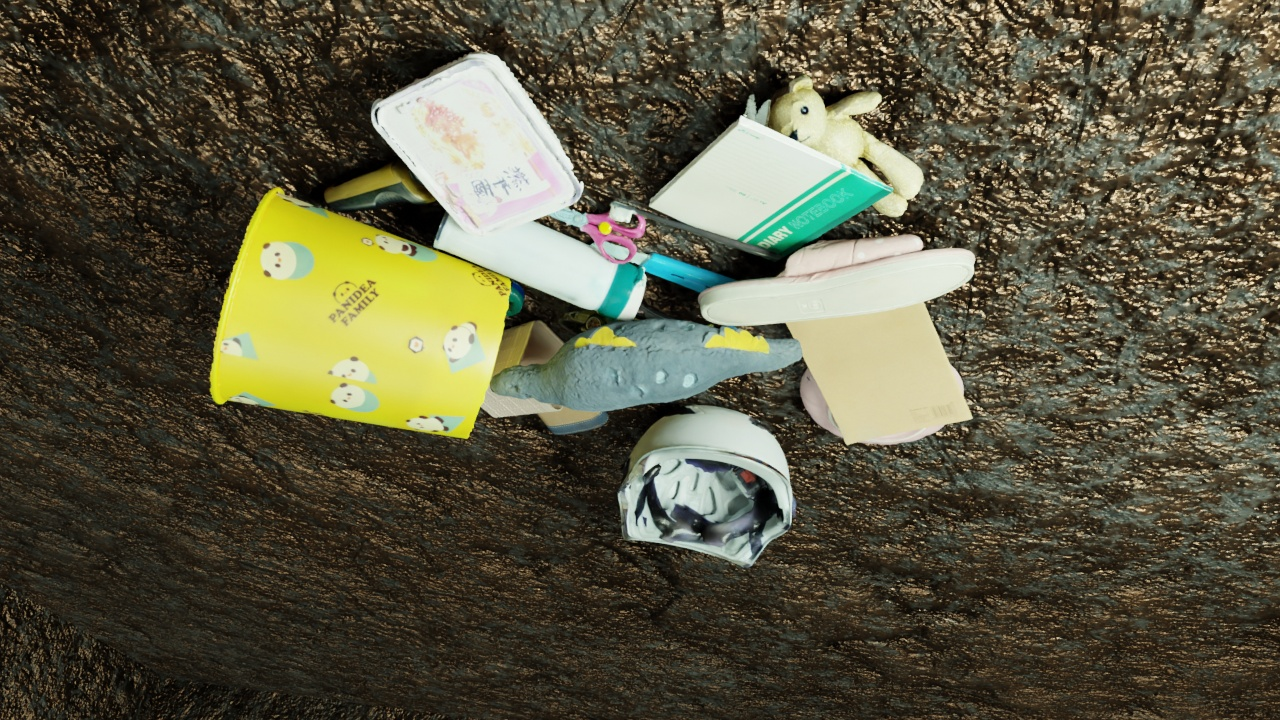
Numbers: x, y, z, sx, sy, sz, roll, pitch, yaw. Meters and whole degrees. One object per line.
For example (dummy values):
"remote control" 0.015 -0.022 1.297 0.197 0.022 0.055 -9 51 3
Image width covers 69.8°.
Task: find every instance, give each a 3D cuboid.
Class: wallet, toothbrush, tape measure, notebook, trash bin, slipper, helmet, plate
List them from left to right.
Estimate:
"trash bin" -0.285 -0.034 0.970 0.255 0.229 0.230 16 145 -14
"tape measure" -0.164 -0.074 1.075 0.054 0.025 0.058 7 145 8
"wallet" -0.108 0.054 1.231 0.090 0.033 0.115 -12 137 26
"toothbrush" 0.055 -0.128 0.925 0.181 0.018 0.016 16 173 -1
"helmet" 0.089 0.144 1.200 0.229 0.145 0.259 10 136 1
"notebook" 0.111 -0.150 0.844 0.150 0.012 0.209 21 164 -15
"slipper" 0.189 -0.083 0.919 0.275 0.054 0.114 -9 161 23
"notebook" 0.261 0.001 1.019 0.150 0.012 0.211 -15 120 31
"plate" 0.288 0.051 1.105 0.192 0.039 0.193 8 144 5

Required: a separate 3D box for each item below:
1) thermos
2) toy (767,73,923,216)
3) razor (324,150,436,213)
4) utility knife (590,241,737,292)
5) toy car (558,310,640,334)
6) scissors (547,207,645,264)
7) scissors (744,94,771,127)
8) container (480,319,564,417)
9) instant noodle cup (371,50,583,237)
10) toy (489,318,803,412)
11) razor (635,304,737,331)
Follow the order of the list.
"thermos" -0.101 -0.105 0.970 0.224 0.073 0.073 22 143 -10
"toy" 0.175 -0.182 0.795 0.157 0.066 0.105 32 135 -15
"razor" -0.261 -0.184 0.938 0.168 0.062 0.067 -7 111 33
"utility knife" 0.042 -0.094 0.996 0.202 0.018 0.034 19 145 -7
"toy car" -0.018 -0.029 1.071 0.158 0.042 0.070 18 170 -12
"scissors" -0.064 -0.141 0.947 0.135 0.017 0.064 16 103 3
"scissors" 0.088 -0.186 0.801 0.143 0.014 0.173 8 167 40
"container" -0.156 0.014 1.145 0.111 0.089 0.090 -11 139 34
"instant noodle cup" -0.144 -0.206 0.850 0.138 0.060 0.173 -16 138 23
"toy" -0.006 0.006 0.990 0.357 0.091 0.138 -7 171 11
"razor" 0.039 -0.044 1.063 0.142 0.022 0.043 20 142 -10
